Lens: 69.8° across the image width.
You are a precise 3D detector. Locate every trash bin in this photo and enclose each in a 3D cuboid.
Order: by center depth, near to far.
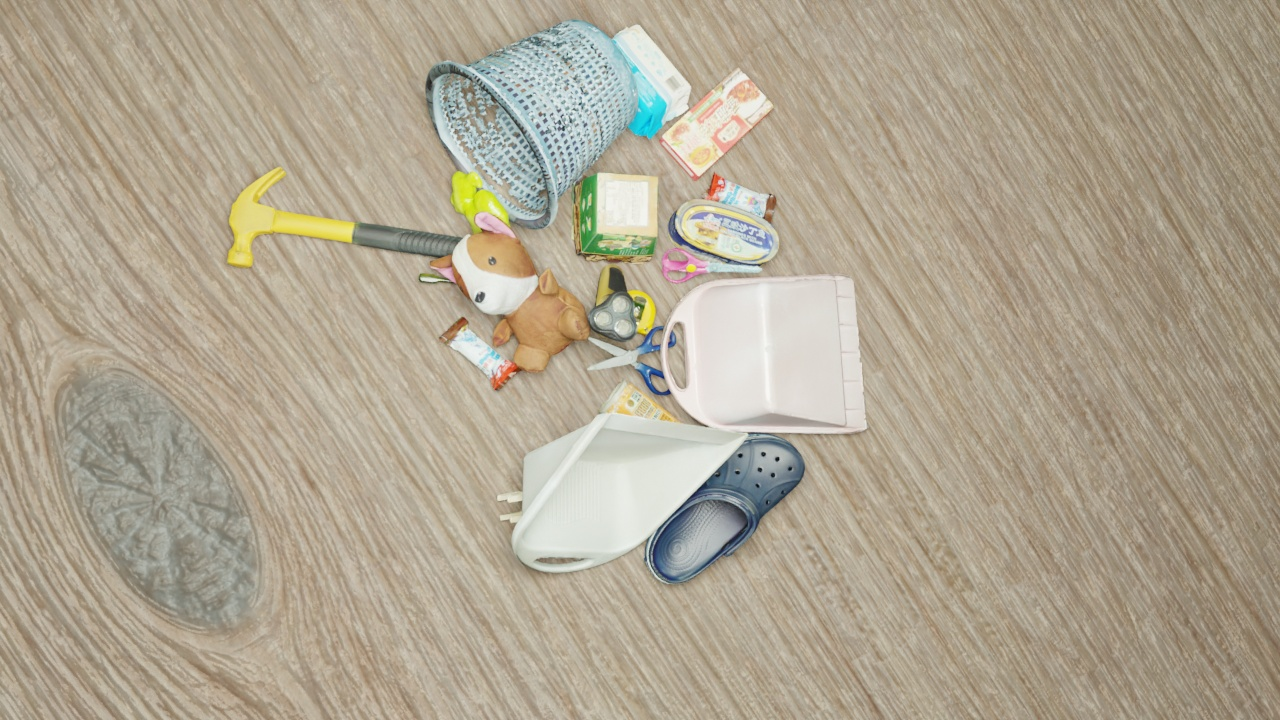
[{"bbox_3d":[-0.117,-0.308,1.135,0.194,0.227,0.226,-42,94,-24],"label":"trash bin"}]

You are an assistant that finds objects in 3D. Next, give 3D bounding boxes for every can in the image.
[{"bbox_3d":[0.019,0.090,1.194,0.146,0.058,0.058,38,80,-6],"label":"can"},{"bbox_3d":[0.111,-0.169,1.235,0.148,0.049,0.074,17,82,-9],"label":"can"}]

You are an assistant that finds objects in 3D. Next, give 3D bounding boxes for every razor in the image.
[{"bbox_3d":[-0.033,-0.080,1.153,0.062,0.167,0.068,22,115,-13],"label":"razor"}]

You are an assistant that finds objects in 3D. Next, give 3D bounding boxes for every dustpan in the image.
[{"bbox_3d":[-0.032,0.170,1.094,0.222,0.259,0.142,11,68,-40],"label":"dustpan"},{"bbox_3d":[0.169,-0.011,1.240,0.272,0.139,0.222,7,78,-43],"label":"dustpan"}]

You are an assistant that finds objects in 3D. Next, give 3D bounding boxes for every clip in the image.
[{"bbox_3d":[-0.131,0.182,1.157,0.102,0.094,0.035,-6,87,0],"label":"clip"}]

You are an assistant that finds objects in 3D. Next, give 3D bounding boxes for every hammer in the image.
[{"bbox_3d":[-0.359,-0.161,1.157,0.300,0.033,0.128,8,86,-10],"label":"hammer"}]

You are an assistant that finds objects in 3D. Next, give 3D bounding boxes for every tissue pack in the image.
[{"bbox_3d":[-0.006,-0.368,1.213,0.140,0.063,0.089,49,59,-4],"label":"tissue pack"}]

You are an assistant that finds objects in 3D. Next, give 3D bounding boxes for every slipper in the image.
[{"bbox_3d":[0.107,0.188,1.188,0.252,0.095,0.105,-41,96,-7],"label":"slipper"}]

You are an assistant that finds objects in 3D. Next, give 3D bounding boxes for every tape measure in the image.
[{"bbox_3d":[-0.009,-0.064,1.216,0.060,0.029,0.057,15,83,-9],"label":"tape measure"}]

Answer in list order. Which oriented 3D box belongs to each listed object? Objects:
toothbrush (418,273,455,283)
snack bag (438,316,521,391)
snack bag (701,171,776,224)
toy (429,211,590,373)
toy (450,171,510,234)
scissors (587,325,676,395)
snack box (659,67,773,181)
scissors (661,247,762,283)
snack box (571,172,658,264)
[{"bbox_3d":[-0.193,-0.096,1.192,0.185,0.017,0.012,6,82,-12],"label":"toothbrush"},{"bbox_3d":[-0.205,-0.008,1.177,0.104,0.026,0.048,45,67,-5],"label":"snack bag"},{"bbox_3d":[0.136,-0.222,1.255,0.105,0.026,0.045,19,72,-11],"label":"snack bag"},{"bbox_3d":[-0.161,-0.081,1.135,0.140,0.130,0.199,-36,100,25],"label":"toy"},{"bbox_3d":[-0.204,-0.192,1.169,0.100,0.097,0.031,32,45,18],"label":"toy"},{"bbox_3d":[-0.004,-0.009,1.178,0.166,0.012,0.154,50,53,-34],"label":"scissors"},{"bbox_3d":[0.104,-0.324,1.257,0.152,0.025,0.075,-44,94,-11],"label":"snack box"},{"bbox_3d":[0.095,-0.124,1.219,0.133,0.017,0.054,4,125,9],"label":"scissors"},{"bbox_3d":[-0.024,-0.192,1.183,0.118,0.106,0.117,1,85,-11],"label":"snack box"}]
